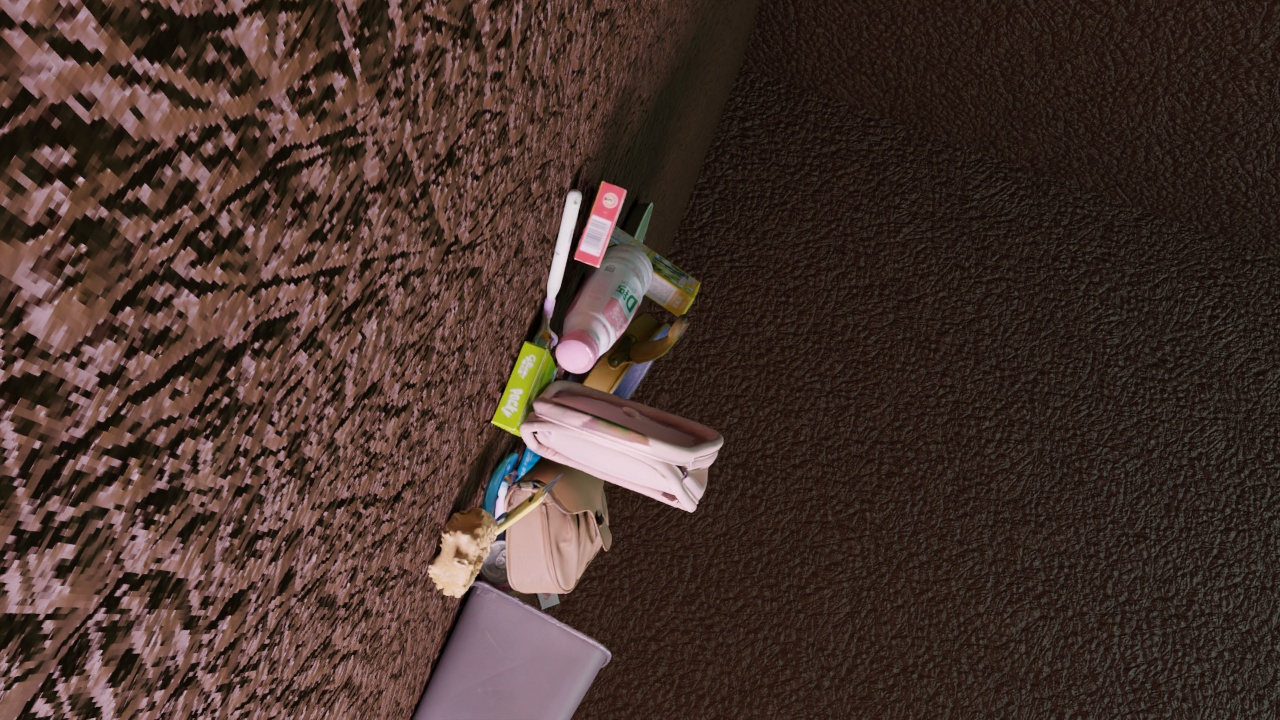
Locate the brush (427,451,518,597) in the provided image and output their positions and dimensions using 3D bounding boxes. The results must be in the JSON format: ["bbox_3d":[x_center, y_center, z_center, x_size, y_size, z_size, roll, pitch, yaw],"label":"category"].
[{"bbox_3d":[-0.157,0.150,0.919,0.254,0.046,0.083,-77,-177,-72],"label":"brush"}]

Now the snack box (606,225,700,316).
[{"bbox_3d":[0.004,-0.110,1.093,0.034,0.140,0.086,-58,-177,20],"label":"snack box"}]

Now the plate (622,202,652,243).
[{"bbox_3d":[-0.031,-0.149,1.478,0.230,0.027,0.230,27,83,-88],"label":"plate"}]

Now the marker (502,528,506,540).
[{"bbox_3d":[-0.190,0.253,1.300,0.017,0.017,0.145,-63,173,-75],"label":"marker"}]

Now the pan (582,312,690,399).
[{"bbox_3d":[-0.007,0.007,1.121,0.197,0.078,0.358,-53,173,-22],"label":"pan"}]

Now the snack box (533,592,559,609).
[{"bbox_3d":[-0.143,0.258,1.211,0.157,0.026,0.085,-155,-130,-71],"label":"snack box"}]

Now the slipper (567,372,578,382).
[{"bbox_3d":[-0.077,0.030,1.322,0.104,0.074,0.245,103,9,-71],"label":"slipper"}]

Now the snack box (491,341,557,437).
[{"bbox_3d":[-0.115,0.034,0.937,0.156,0.026,0.085,100,10,-82],"label":"snack box"}]

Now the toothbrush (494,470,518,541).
[{"bbox_3d":[-0.168,0.182,1.119,0.021,0.029,0.190,61,-25,25],"label":"toothbrush"}]

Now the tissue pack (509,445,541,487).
[{"bbox_3d":[-0.122,0.169,1.231,0.089,0.063,0.140,-69,154,-17],"label":"tissue pack"}]

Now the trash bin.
[{"bbox_3d":[-0.173,0.421,1.132,0.219,0.199,0.199,-62,175,-24],"label":"trash bin"}]

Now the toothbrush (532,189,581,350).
[{"bbox_3d":[-0.078,-0.083,0.877,0.020,0.029,0.190,55,-37,35],"label":"toothbrush"}]

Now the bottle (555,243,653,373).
[{"bbox_3d":[-0.040,-0.055,0.964,0.196,0.068,0.068,-64,174,-55],"label":"bottle"}]

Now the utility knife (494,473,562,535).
[{"bbox_3d":[-0.133,0.163,0.949,0.177,0.019,0.030,-34,-158,33],"label":"utility knife"}]

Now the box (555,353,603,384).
[{"bbox_3d":[-0.057,-0.030,1.181,0.075,0.076,0.164,-63,173,-61],"label":"box"}]

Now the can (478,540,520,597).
[{"bbox_3d":[-0.180,0.276,1.196,0.147,0.058,0.057,106,4,-66],"label":"can"}]

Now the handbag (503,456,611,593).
[{"bbox_3d":[-0.091,0.183,1.084,0.204,0.100,0.148,-49,132,-71],"label":"handbag"}]

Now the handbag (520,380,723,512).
[{"bbox_3d":[-0.028,0.076,0.889,0.234,0.193,0.093,41,68,-77],"label":"handbag"}]

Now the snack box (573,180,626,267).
[{"bbox_3d":[-0.042,-0.134,0.913,0.155,0.027,0.077,-124,-126,-81],"label":"snack box"}]
